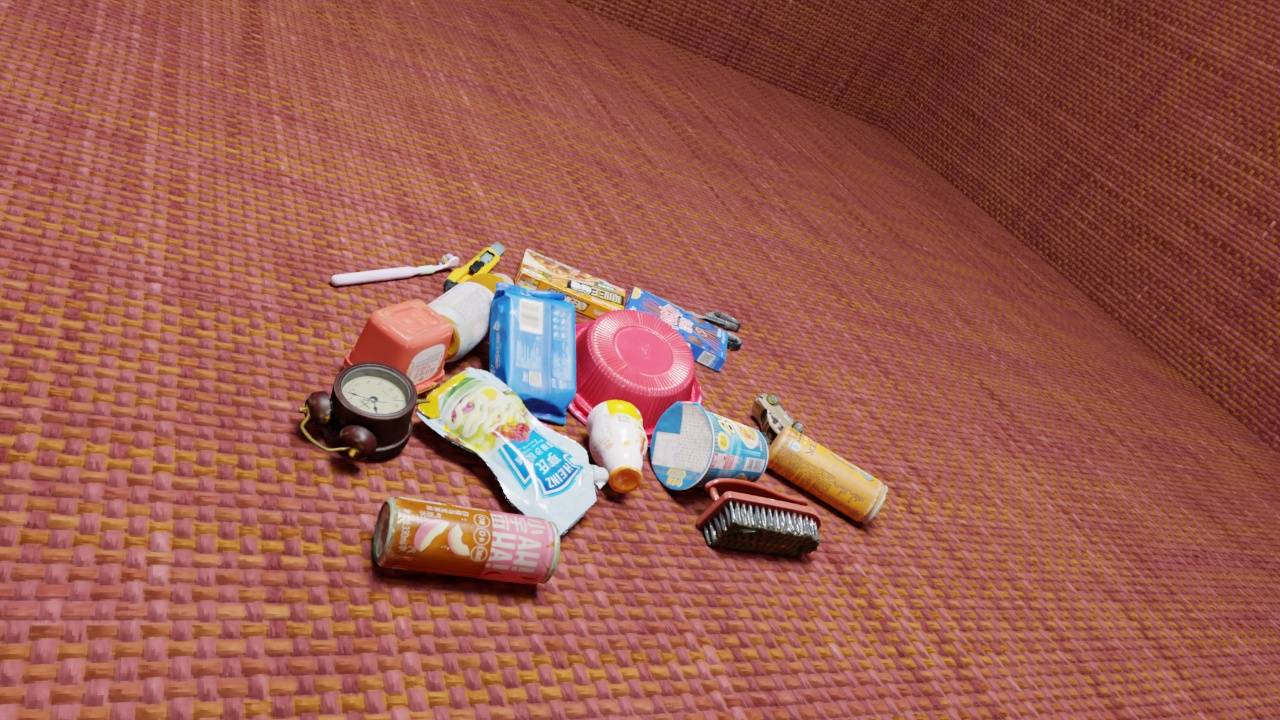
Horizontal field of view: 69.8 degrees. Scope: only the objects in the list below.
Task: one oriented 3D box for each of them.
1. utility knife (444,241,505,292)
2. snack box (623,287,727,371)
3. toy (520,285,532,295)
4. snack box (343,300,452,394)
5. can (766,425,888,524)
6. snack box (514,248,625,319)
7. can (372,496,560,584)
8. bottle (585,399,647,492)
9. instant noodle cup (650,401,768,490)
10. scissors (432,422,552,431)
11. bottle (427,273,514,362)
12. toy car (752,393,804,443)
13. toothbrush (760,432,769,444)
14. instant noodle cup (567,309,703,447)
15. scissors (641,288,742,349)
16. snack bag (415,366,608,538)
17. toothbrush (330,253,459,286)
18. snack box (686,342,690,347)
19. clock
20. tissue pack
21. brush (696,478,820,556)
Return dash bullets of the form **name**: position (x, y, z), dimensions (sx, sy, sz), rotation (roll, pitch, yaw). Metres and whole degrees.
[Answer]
- **utility knife**: position (-0.215, -0.127, 1.213), dimensions (0.033, 0.015, 0.192), rotation (30, 28, -3)
- **snack box**: position (0.050, -0.046, 1.310), dimensions (0.157, 0.026, 0.084), rotation (26, 29, -6)
- **toy**: position (-0.130, -0.052, 1.115), dimensions (0.031, 0.097, 0.100), rotation (-18, 69, -3)
- **snack box**: position (-0.240, -0.011, 0.930), dimensions (0.082, 0.080, 0.091), rotation (37, 29, 14)
- **can**: position (0.227, 0.140, 1.129), dimensions (0.146, 0.058, 0.058), rotation (31, 28, 4)
- **snack box**: position (-0.096, -0.101, 1.268), dimensions (0.153, 0.026, 0.075), rotation (22, 29, -12)
- **can**: position (-0.145, 0.152, 0.769), dimensions (0.147, 0.058, 0.057), rotation (14, 31, -26)
- **bottle**: position (-0.023, 0.092, 0.975), dimensions (0.063, 0.063, 0.108), rotation (17, 30, -21)
- **instant noodle cup**: position (0.084, 0.102, 1.033), dimensions (0.109, 0.099, 0.099), rotation (15, 30, -40)
- **scissors**: position (-0.147, 0.085, 0.931), dimensions (0.137, 0.017, 0.077), rotation (9, 42, -25)
- **bottle**: position (-0.195, -0.058, 1.060), dimensions (0.068, 0.068, 0.189), rotation (30, 25, 2)
- **toy car**: position (0.177, 0.083, 1.195), dimensions (0.035, 0.042, 0.090), rotation (-19, 57, -31)
- **toothbrush**: position (0.096, 0.103, 1.120), dimensions (0.188, 0.014, 0.017), rotation (-2, 53, -43)
- **instant noodle cup**: position (-0.006, 0.006, 1.086), dimensions (0.193, 0.066, 0.193), rotation (15, 44, -15)
- **scissors**: position (0.084, -0.065, 1.393), dimensions (0.170, 0.014, 0.159), rotation (-8, 42, -46)
- **snack bag**: position (-0.122, 0.087, 0.905), dimensions (0.191, 0.039, 0.110), rotation (39, 34, 11)
- **toothbrush**: position (-0.294, -0.109, 1.108), dimensions (0.188, 0.029, 0.021), rotation (-20, 92, -54)
- **snack box**: position (0.019, 0.006, 1.197), dimensions (0.084, 0.026, 0.157), rotation (24, 29, -8)
- **clock**: position (-0.255, 0.050, 0.837), dimensions (0.082, 0.055, 0.121), rotation (37, 37, 14)
- **tissue pack**: position (-0.122, -0.008, 1.022), dimensions (0.094, 0.052, 0.157), rotation (11, 68, -34)
- **brush**: position (0.135, 0.168, 0.994), dimensions (0.145, 0.063, 0.069), rotation (14, 45, -28)
